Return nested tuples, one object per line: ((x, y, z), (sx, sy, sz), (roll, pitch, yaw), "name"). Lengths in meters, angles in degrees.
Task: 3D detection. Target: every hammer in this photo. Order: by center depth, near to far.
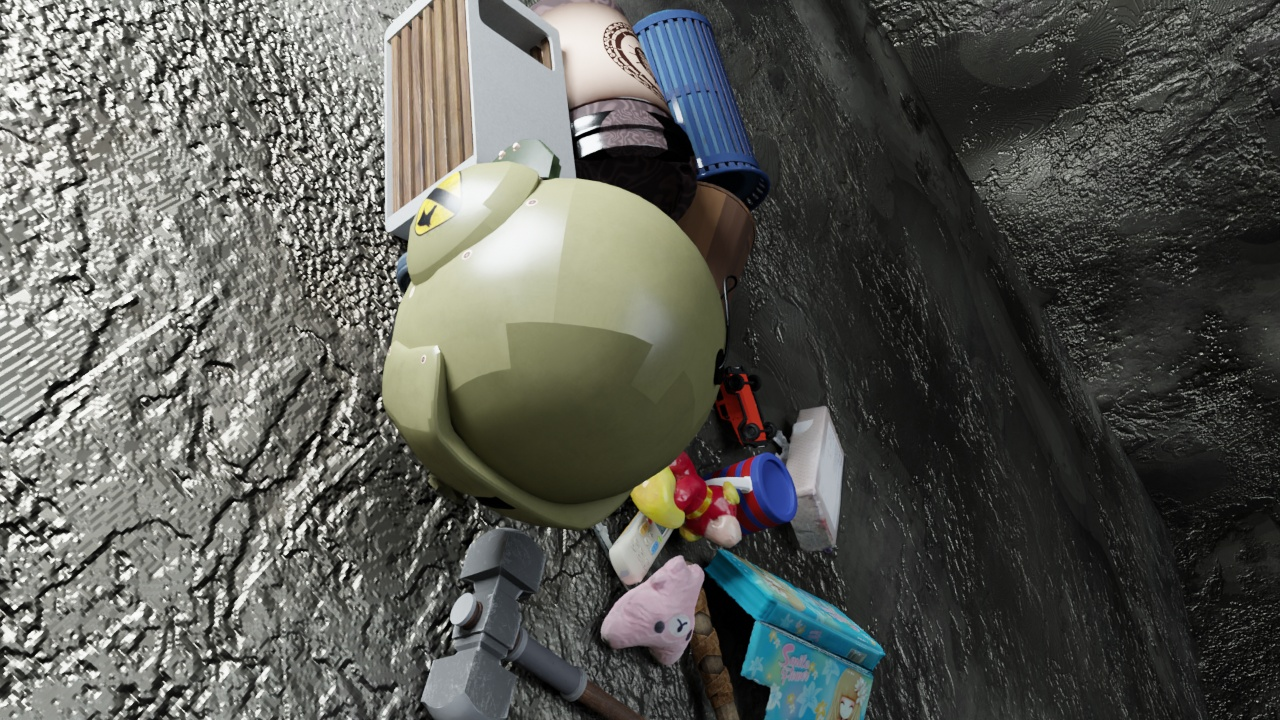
((-0.028, 0.272, 0.726), (0.322, 0.043, 0.155), (45, 37, -31), "hammer")
((0.082, 0.335, 0.816), (0.121, 0.049, 0.318), (39, 30, -65), "hammer")

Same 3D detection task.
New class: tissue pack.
((0.205, 0.138, 1.125), (0.104, 0.071, 0.180), (64, 30, -24), "tissue pack")

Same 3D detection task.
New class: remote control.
((0.005, 0.163, 0.849), (0.038, 0.018, 0.125), (62, 24, -6), "remote control")

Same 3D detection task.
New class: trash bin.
((-0.144, -0.211, 0.813), (0.114, 0.115, 0.228), (22, 52, -46), "trash bin")
((0.058, -0.303, 1.141), (0.139, 0.140, 0.249), (10, 59, -52), "trash bin")

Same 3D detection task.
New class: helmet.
((-0.066, -0.005, 0.636), (0.250, 0.256, 0.232), (38, 39, -32), "helmet")

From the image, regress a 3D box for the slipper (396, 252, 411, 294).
((-0.077, -0.063, 0.790), (0.263, 0.101, 0.082), (16, 62, -27), "slipper")

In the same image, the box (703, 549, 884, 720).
((0.168, 0.292, 0.934), (0.227, 0.084, 0.172), (34, 34, -38), "box")

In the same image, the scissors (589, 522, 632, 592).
((-0.046, 0.129, 0.819), (0.172, 0.014, 0.090), (57, 16, -28), "scissors")

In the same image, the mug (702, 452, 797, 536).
((0.102, 0.140, 0.959), (0.111, 0.076, 0.074), (23, 51, -46), "mug")

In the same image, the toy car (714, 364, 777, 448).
((0.117, 0.055, 1.061), (0.051, 0.049, 0.100), (2, 67, -55), "toy car")

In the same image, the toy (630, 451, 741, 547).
((0.037, 0.124, 0.872), (0.137, 0.067, 0.105), (34, 32, -30), "toy")

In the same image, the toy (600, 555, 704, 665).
((0.020, 0.214, 0.794), (0.099, 0.096, 0.053), (33, -1, -39), "toy")

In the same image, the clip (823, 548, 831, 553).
((0.223, 0.218, 1.135), (0.053, 0.013, 0.037), (42, 40, -35), "clip")

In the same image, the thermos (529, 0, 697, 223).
((-0.048, -0.250, 0.938), (0.172, 0.173, 0.226), (19, 48, -48), "thermos")

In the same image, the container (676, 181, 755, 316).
((0.047, -0.091, 1.000), (0.132, 0.132, 0.166), (44, 44, -28), "container")
